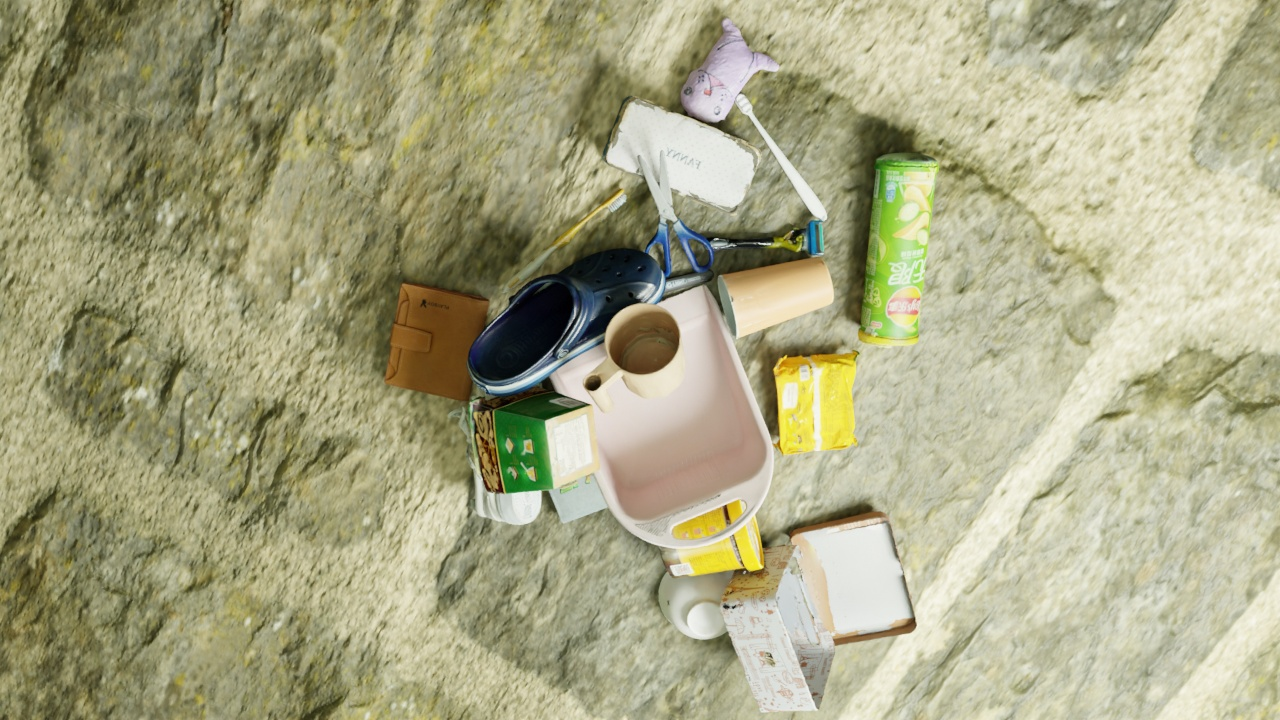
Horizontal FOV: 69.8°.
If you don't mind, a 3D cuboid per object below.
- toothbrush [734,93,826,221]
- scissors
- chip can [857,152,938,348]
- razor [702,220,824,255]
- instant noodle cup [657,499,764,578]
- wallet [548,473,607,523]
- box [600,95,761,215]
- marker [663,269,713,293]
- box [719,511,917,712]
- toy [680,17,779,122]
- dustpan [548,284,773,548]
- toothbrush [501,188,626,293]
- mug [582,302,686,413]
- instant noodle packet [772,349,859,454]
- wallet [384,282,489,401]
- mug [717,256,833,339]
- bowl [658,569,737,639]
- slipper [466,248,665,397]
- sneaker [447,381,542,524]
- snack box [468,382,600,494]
[{"bbox_3d":[0.165,-0.235,1.068,0.016,0.016,0.180,-36,103,10],"label":"toothbrush"},{"bbox_3d":[0.024,-0.161,1.052,0.171,0.012,0.141,39,129,-23],"label":"scissors"},{"bbox_3d":[0.300,-0.129,1.071,0.072,0.072,0.221,1,106,-2],"label":"chip can"},{"bbox_3d":[0.145,-0.140,1.091,0.143,0.022,0.042,-3,79,3],"label":"razor"},{"bbox_3d":[0.084,0.214,1.145,0.114,0.118,0.118,-17,105,11],"label":"instant noodle cup"},{"bbox_3d":[-0.056,0.140,1.158,0.130,0.037,0.106,-20,106,4],"label":"wallet"},{"bbox_3d":[0.041,-0.235,1.046,0.184,0.059,0.090,24,103,-5],"label":"box"},{"bbox_3d":[0.028,-0.089,1.107,0.124,0.015,0.018,-14,110,1],"label":"marker"},{"bbox_3d":[0.228,0.324,1.152,0.227,0.156,0.180,-15,105,12],"label":"box"},{"bbox_3d":[0.093,-0.315,1.030,0.084,0.039,0.108,41,101,4],"label":"toy"},{"bbox_3d":[0.034,0.068,1.066,0.222,0.139,0.273,-25,98,1],"label":"dustpan"},{"bbox_3d":[-0.091,-0.139,1.091,0.191,0.016,0.018,-39,111,9],"label":"toothbrush"},{"bbox_3d":[-0.006,0.006,1.032,0.124,0.103,0.084,-42,71,-6],"label":"mug"},{"bbox_3d":[0.216,0.050,1.135,0.110,0.044,0.128,-6,109,-6],"label":"instant noodle packet"},{"bbox_3d":[-0.248,-0.023,1.113,0.108,0.031,0.132,13,104,-7],"label":"wallet"},{"bbox_3d":[0.160,-0.079,1.085,0.123,0.078,0.078,-15,105,-3],"label":"mug"},{"bbox_3d":[0.084,0.321,1.198,0.118,0.064,0.118,0,105,-2],"label":"bowl"},{"bbox_3d":[-0.090,-0.059,1.033,0.252,0.095,0.105,-35,66,-13],"label":"slipper"},{"bbox_3d":[-0.178,0.078,1.121,0.091,0.089,0.242,0,96,29],"label":"sneaker"},{"bbox_3d":[-0.111,0.090,1.038,0.106,0.118,0.117,1,102,39],"label":"snack box"}]
